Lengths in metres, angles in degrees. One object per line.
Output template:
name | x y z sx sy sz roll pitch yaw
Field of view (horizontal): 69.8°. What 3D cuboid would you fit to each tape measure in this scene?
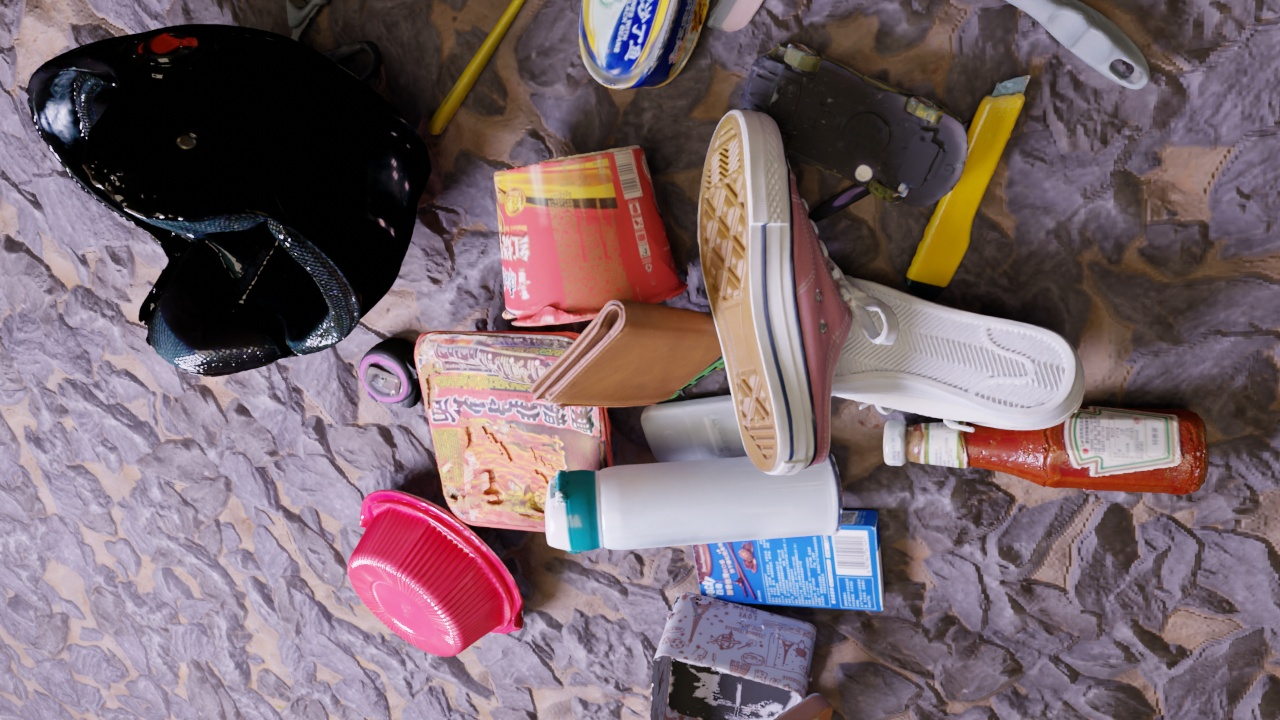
tape measure | -0.223 0.011 0.825 0.058 0.039 0.057 26 120 8

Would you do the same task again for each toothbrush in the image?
toothbrush | 0.151 -0.119 0.644 0.189 0.016 0.014 -29 112 26
toothbrush | -0.110 -0.244 0.680 0.016 0.015 0.191 44 121 2

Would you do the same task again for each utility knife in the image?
utility knife | 0.218 -0.112 0.617 0.033 0.015 0.165 12 120 -8

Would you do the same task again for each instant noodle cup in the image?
instant noodle cup | -0.041 -0.093 0.664 0.138 0.137 0.108 -4 103 22
instant noodle cup | -0.094 0.054 0.774 0.165 0.078 0.189 3 114 19
instant noodle cup | -0.204 0.212 0.863 0.194 0.065 0.194 20 136 20

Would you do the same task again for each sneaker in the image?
sneaker | 0.101 -0.047 0.611 0.087 0.118 0.241 -10 92 -19
sneaker | 0.188 -0.003 0.651 0.243 0.090 0.089 13 86 34

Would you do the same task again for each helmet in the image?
helmet | -0.296 -0.132 0.680 0.275 0.229 0.234 36 146 3

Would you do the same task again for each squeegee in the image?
squeegee | 0.203 -0.241 0.552 0.249 0.040 0.248 33 136 -3

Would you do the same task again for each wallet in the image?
wallet | -0.004 0.004 0.651 0.119 0.130 0.035 -39 63 33

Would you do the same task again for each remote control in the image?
remote control | 0.068 0.054 0.744 0.136 0.020 0.056 -9 120 23

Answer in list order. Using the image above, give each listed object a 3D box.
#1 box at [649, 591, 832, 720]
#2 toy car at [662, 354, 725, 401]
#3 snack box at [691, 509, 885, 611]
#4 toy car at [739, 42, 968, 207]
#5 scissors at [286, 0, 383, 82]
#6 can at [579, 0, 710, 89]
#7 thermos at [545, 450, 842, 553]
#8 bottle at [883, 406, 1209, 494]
box | 0.074 0.334 0.767 0.153 0.180 0.183 11 125 14
toy car | 0.034 0.001 0.729 0.091 0.036 0.043 -34 100 33
snack box | 0.123 0.166 0.774 0.157 0.026 0.084 -2 114 21
toy car | 0.140 -0.156 0.610 0.158 0.042 0.070 30 122 14
scissors | -0.282 -0.249 0.746 0.159 0.014 0.176 26 122 10
can | 0.007 -0.254 0.606 0.075 0.049 0.148 27 119 18
thermos | 0.038 0.112 0.712 0.224 0.073 0.073 -4 114 -2
bottle | 0.279 0.062 0.650 0.206 0.059 0.060 0 113 21
